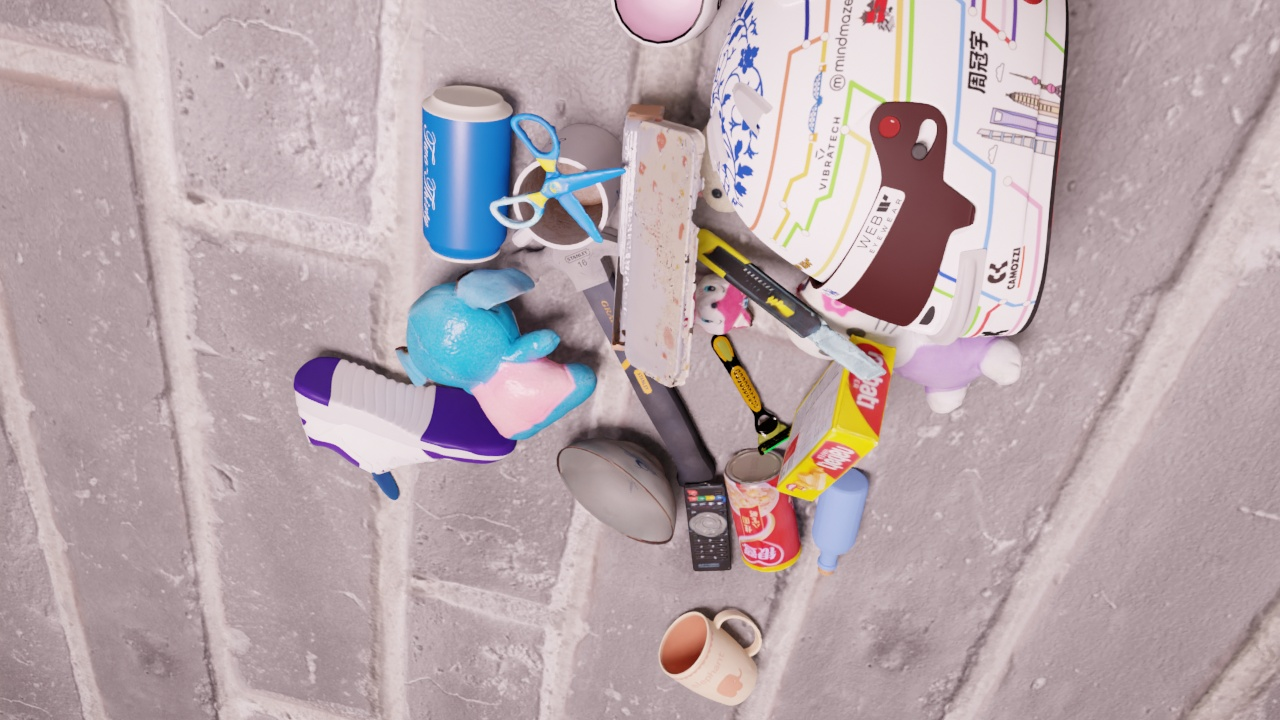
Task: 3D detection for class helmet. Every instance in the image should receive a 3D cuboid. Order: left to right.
[{"bbox_3d":[0.168,-0.170,0.669,0.236,0.231,0.314,1,99,1],"label":"helmet"}]

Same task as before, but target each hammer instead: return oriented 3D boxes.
[{"bbox_3d":[-0.006,0.006,0.942,0.139,0.035,0.313,-18,116,19],"label":"hammer"}]

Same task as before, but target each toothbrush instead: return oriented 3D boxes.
[{"bbox_3d":[-0.320,0.115,1.082,0.016,0.021,0.132,5,129,51],"label":"toothbrush"}]

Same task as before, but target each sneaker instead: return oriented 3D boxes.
[{"bbox_3d":[-0.262,0.084,1.010,0.244,0.091,0.111,18,128,-1],"label":"sneaker"}]

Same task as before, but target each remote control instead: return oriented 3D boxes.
[{"bbox_3d":[0.076,0.186,1.026,0.045,0.021,0.141,-4,130,5],"label":"remote control"}]

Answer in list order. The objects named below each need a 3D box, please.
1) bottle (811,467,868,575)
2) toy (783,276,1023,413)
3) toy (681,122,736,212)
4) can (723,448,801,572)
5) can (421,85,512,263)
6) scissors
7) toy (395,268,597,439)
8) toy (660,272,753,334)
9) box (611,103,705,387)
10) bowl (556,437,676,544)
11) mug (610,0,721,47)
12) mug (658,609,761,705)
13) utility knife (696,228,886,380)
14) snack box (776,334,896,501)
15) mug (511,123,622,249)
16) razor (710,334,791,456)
[{"bbox_3d":[0.211,0.179,0.990,0.048,0.048,0.131,8,122,7],"label":"bottle"},{"bbox_3d":[0.233,-0.031,0.830,0.209,0.085,0.138,24,154,-11],"label":"toy"},{"bbox_3d":[0.080,-0.173,0.809,0.112,0.050,0.087,8,122,14],"label":"toy"},{"bbox_3d":[0.132,0.161,0.985,0.067,0.066,0.124,-6,119,15],"label":"can"},{"bbox_3d":[-0.159,-0.170,0.840,0.079,0.078,0.146,11,122,5],"label":"can"},{"bbox_3d":[-0.075,-0.143,0.761,0.131,0.014,0.125,-29,110,30],"label":"scissors"},{"bbox_3d":[-0.156,0.005,0.926,0.191,0.098,0.225,42,132,-16],"label":"toy"},{"bbox_3d":[0.065,-0.050,0.872,0.102,0.050,0.065,-6,115,-6],"label":"toy"},{"bbox_3d":[0.010,-0.100,0.783,0.071,0.157,0.217,-7,118,-23],"label":"box"},{"bbox_3d":[-0.015,0.129,0.991,0.151,0.056,0.151,27,148,19],"label":"bowl"},{"bbox_3d":[0.028,-0.308,0.719,0.090,0.076,0.124,29,122,-6],"label":"mug"},{"bbox_3d":[0.096,0.355,1.109,0.104,0.085,0.111,42,91,-24],"label":"mug"},{"bbox_3d":[0.123,-0.051,0.801,0.233,0.020,0.029,42,104,34],"label":"utility knife"},{"bbox_3d":[0.176,0.059,0.845,0.042,0.092,0.201,17,157,2],"label":"snack box"},{"bbox_3d":[-0.072,-0.146,0.825,0.083,0.096,0.120,43,119,-15],"label":"mug"},{"bbox_3d":[0.110,0.032,0.938,0.044,0.021,0.144,-31,111,0],"label":"razor"}]
